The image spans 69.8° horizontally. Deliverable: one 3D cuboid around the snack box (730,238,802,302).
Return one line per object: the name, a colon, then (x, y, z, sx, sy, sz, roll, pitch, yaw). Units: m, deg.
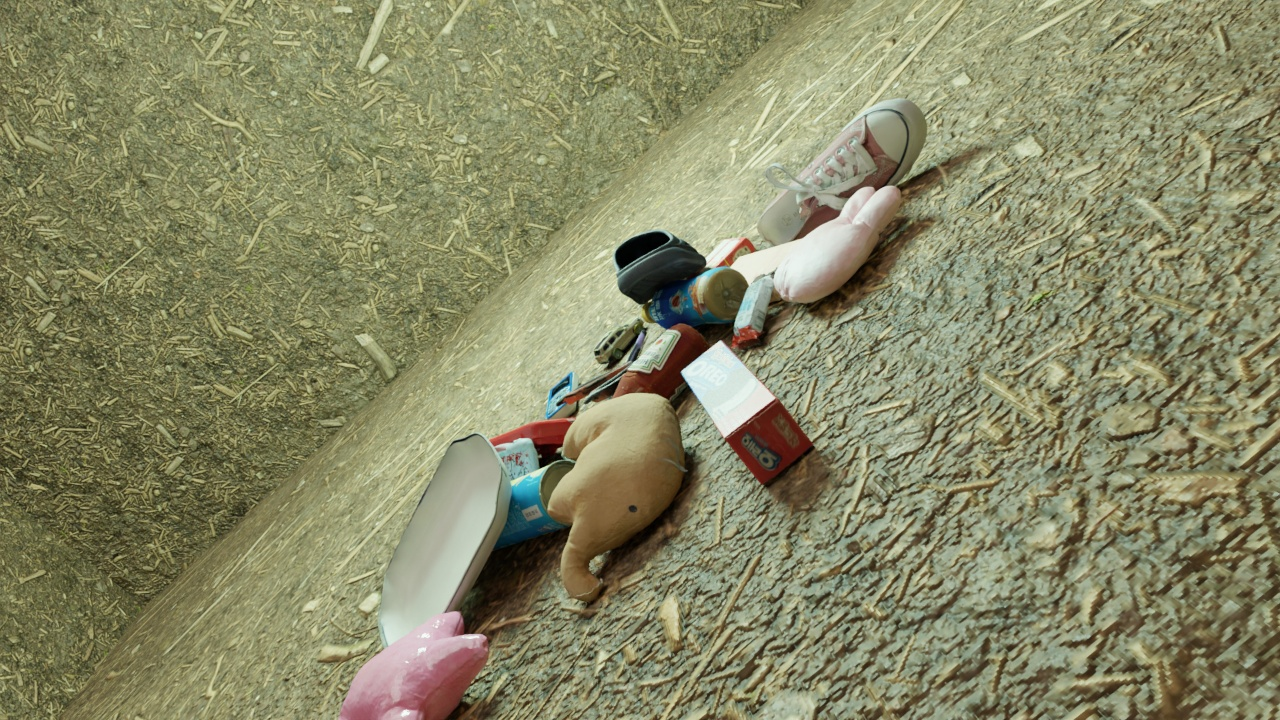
snack box: (0.144, -0.102, 1.119, 0.084, 0.026, 0.157, -49, 17, -18)

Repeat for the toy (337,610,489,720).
toy: (-0.207, 0.294, 0.851, 0.195, 0.074, 0.178, -27, 20, 35)

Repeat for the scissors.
scissors: (-0.009, 0.008, 1.136, 0.225, 0.015, 0.189, -29, 7, 2)

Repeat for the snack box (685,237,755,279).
snack box: (0.089, -0.111, 1.280, 0.152, 0.025, 0.075, -45, 16, -9)

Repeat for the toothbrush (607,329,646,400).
toothbrush: (-0.016, 0.008, 1.248, 0.017, 0.014, 0.188, -47, 11, 33)

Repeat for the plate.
plate: (-0.210, 0.206, 0.999, 0.266, 0.034, 0.162, -62, 35, 9)

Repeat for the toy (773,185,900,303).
toy: (0.207, -0.121, 0.962, 0.159, 0.054, 0.121, -47, 17, -2)

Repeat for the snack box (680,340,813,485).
snack box: (0.090, 0.040, 0.824, 0.057, 0.058, 0.207, -39, 16, 4)

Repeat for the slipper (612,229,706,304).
slipper: (0.018, -0.134, 1.194, 0.111, 0.083, 0.268, -29, -2, 10)

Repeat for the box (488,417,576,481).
box: (-0.152, 0.140, 1.185, 0.094, 0.100, 0.202, -4, -10, -34)

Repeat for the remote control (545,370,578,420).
remote control: (-0.112, 0.055, 1.334, 0.049, 0.024, 0.124, -40, 17, 11)

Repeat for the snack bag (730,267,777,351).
snack bag: (0.125, -0.057, 1.009, 0.045, 0.026, 0.105, -25, 39, 54)

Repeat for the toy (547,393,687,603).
toy: (-0.022, 0.117, 0.864, 0.144, 0.082, 0.225, -27, 30, 25)

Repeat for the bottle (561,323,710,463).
bottle: (-0.005, 0.043, 1.019, 0.205, 0.060, 0.060, -44, 15, -19)

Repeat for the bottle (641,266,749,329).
bottle: (0.058, -0.071, 1.140, 0.065, 0.065, 0.219, -48, 15, -18)

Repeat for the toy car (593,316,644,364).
toy car: (-0.031, -0.032, 1.347, 0.090, 0.035, 0.042, -46, 17, -20)

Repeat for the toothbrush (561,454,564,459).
toothbrush: (-0.040, 0.110, 1.026, 0.190, 0.029, 0.020, -7, 81, 62)

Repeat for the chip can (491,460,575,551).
chip can: (-0.140, 0.169, 1.020, 0.211, 0.071, 0.071, -26, 23, 44)

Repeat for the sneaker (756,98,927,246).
sneaker: (0.221, -0.204, 1.060, 0.242, 0.118, 0.087, -38, -2, 39)
